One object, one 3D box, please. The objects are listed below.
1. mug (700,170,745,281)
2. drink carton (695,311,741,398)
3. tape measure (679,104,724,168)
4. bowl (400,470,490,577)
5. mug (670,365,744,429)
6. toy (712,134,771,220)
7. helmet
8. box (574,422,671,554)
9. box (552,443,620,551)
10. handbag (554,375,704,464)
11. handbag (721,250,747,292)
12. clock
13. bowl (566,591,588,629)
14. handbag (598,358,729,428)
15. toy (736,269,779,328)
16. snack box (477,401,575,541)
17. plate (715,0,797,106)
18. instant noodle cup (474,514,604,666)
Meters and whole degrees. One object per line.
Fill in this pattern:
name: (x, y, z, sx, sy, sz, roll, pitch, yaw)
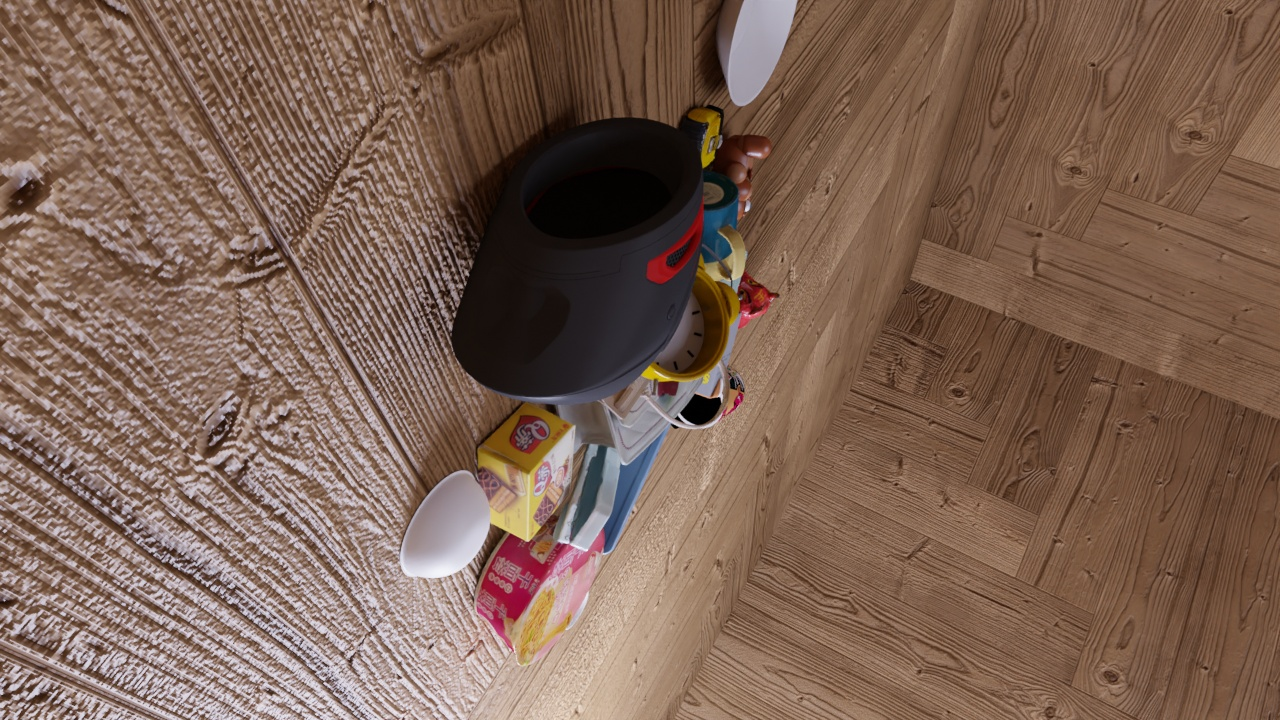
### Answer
mug: (0.080, -0.144, 1.050, 0.083, 0.113, 0.107, -25, 141, -25)
drink carton: (0.094, -0.016, 1.305, 0.048, 0.076, 0.125, -24, 131, -63)
tape measure: (0.067, -0.243, 1.008, 0.064, 0.037, 0.066, -37, 146, -56)
bowl: (-0.172, 0.161, 0.859, 0.109, 0.040, 0.110, -52, 157, -33)
mug: (0.094, 0.064, 1.412, 0.118, 0.082, 0.098, -43, 171, 25)
toy: (0.116, -0.209, 1.112, 0.095, 0.065, 0.128, -105, -159, -77)
helmet: (-0.043, -0.062, 0.736, 0.263, 0.164, 0.170, -51, 155, -38)
box: (-0.023, 0.150, 1.197, 0.209, 0.074, 0.078, -64, 165, -3)
box: (-0.052, 0.130, 1.041, 0.198, 0.066, 0.083, -79, 173, -60)
handbag: (-0.006, 0.006, 1.013, 0.197, 0.096, 0.142, -44, 135, -43)
handbag: (0.085, -0.092, 1.198, 0.105, 0.067, 0.122, -33, 143, -55)
clock: (0.036, -0.046, 0.878, 0.151, 0.113, 0.052, -54, -158, -24)
bowl: (-0.107, 0.303, 1.174, 0.117, 0.062, 0.118, -53, 158, -33)
handbag: (0.013, -0.015, 0.910, 0.175, 0.198, 0.062, -54, -165, -29)
toy: (0.149, -0.071, 1.354, 0.088, 0.094, 0.133, -57, 161, -24)
snack box: (-0.114, 0.111, 0.919, 0.083, 0.061, 0.106, -48, 154, -44)
plate: (0.119, -0.368, 0.994, 0.173, 0.036, 0.174, -52, 157, -33)
instant noodle cup: (-0.120, 0.250, 1.053, 0.178, 0.078, 0.179, -51, 156, -33)
